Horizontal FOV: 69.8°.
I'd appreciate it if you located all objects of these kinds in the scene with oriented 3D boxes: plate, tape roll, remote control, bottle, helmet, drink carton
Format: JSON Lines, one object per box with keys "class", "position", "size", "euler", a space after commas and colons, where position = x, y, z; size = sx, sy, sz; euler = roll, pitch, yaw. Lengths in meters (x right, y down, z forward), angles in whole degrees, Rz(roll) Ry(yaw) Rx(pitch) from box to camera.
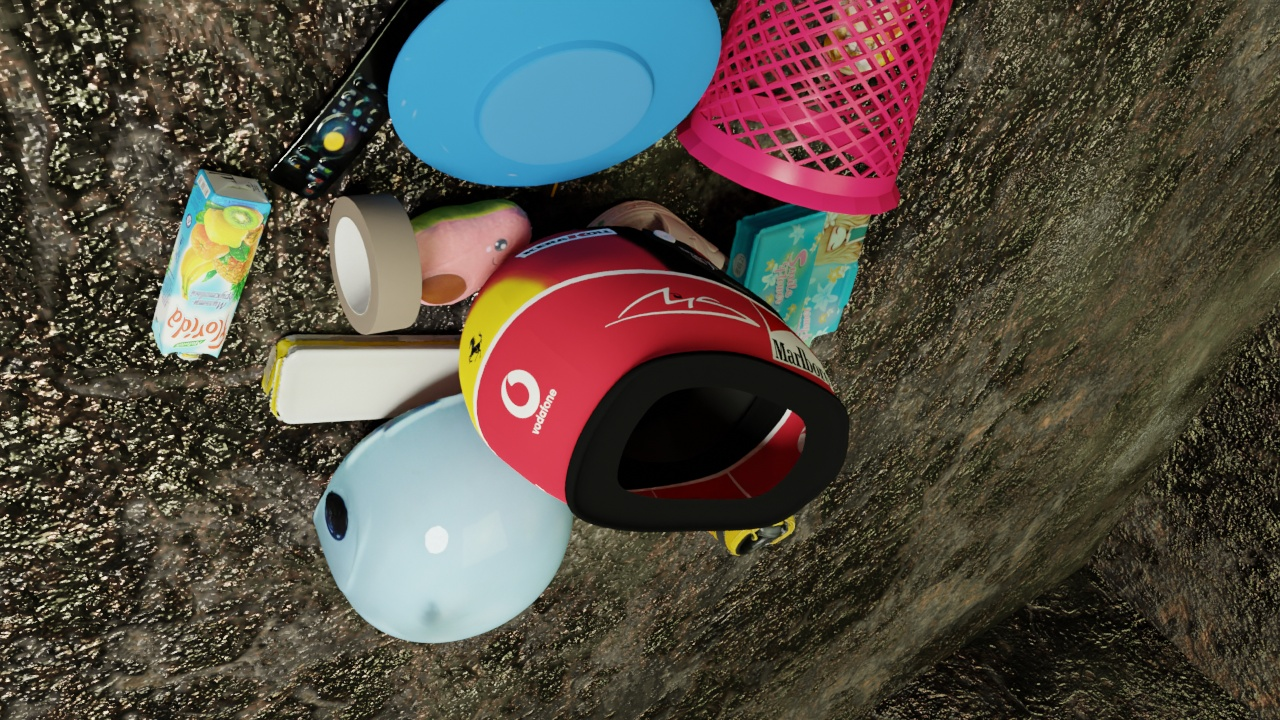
{"class": "plate", "position": [-0.051, -0.174, 0.608], "size": [0.224, 0.024, 0.225], "euler": [-15, 160, -6]}
{"class": "tape roll", "position": [-0.182, -0.066, 0.627], "size": [0.030, 0.093, 0.094], "euler": [-13, 136, -34]}
{"class": "remote control", "position": [-0.180, -0.167, 0.587], "size": [0.152, 0.020, 0.041], "euler": [-48, 145, 11]}
{"class": "bottle", "position": [0.193, -0.294, 0.758], "size": [0.063, 0.063, 0.109], "euler": [-19, 139, -28]}
{"class": "helmet", "position": [-0.004, 0.004, 0.699], "size": [0.270, 0.224, 0.198], "euler": [10, 118, -32]}
{"class": "helmet", "position": [-0.154, 0.144, 0.801], "size": [0.225, 0.166, 0.266], "euler": [-9, 143, -36]}
{"class": "drink carton", "position": [-0.279, -0.059, 0.593], "size": [0.044, 0.038, 0.129], "euler": [4, 126, -45]}

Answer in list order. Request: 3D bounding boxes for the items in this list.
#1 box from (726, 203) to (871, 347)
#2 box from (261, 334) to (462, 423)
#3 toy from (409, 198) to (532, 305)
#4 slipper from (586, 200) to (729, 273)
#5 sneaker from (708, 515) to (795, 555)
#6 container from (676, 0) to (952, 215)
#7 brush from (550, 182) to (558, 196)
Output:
{"class": "box", "position": [0.150, -0.054, 0.908], "size": [0.181, 0.039, 0.227], "euler": [-19, 134, -31]}
{"class": "box", "position": [-0.194, 0.013, 0.744], "size": [0.209, 0.044, 0.066], "euler": [-1, 127, -42]}
{"class": "toy", "position": [-0.132, -0.086, 0.688], "size": [0.109, 0.051, 0.090], "euler": [-32, 151, -18]}
{"class": "slipper", "position": [0.035, -0.074, 0.846], "size": [0.094, 0.064, 0.239], "euler": [-52, 145, 15]}
{"class": "sneaker", "position": [0.153, 0.141, 1.134], "size": [0.085, 0.122, 0.239], "euler": [-1, 129, -44]}
{"class": "container", "position": [0.146, -0.249, 0.669], "size": [0.182, 0.183, 0.226], "euler": [-10, 130, -36]}
{"class": "brush", "position": [-0.042, -0.182, 0.699], "size": [0.048, 0.017, 0.127], "euler": [-4, 131, -40]}
